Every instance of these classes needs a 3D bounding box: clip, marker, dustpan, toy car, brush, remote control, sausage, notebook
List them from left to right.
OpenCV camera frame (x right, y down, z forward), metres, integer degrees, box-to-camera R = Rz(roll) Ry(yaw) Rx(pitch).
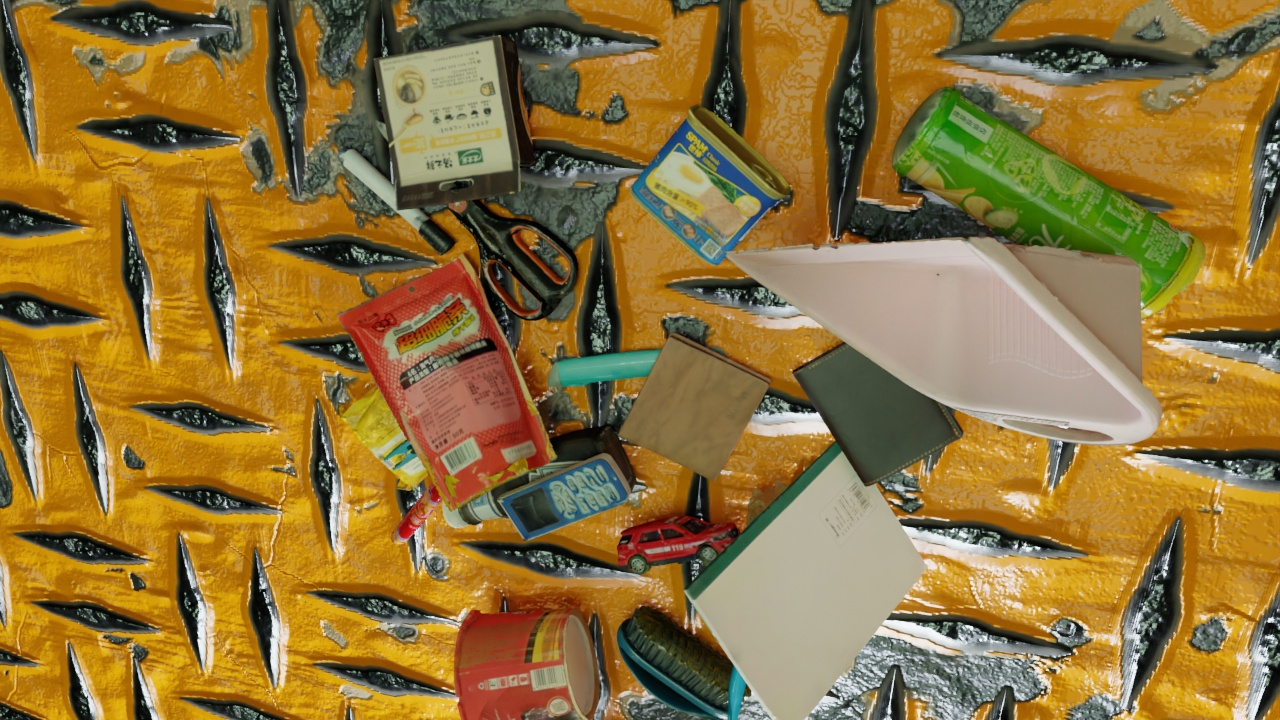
[{"bbox_3d":[-0.222,-0.144,0.831,0.130,0.018,0.023,42,124,-3],"label":"marker"},{"bbox_3d":[-0.223,0.086,0.874,0.057,0.014,0.046,-35,105,26],"label":"clip"},{"bbox_3d":[-0.219,0.149,0.923,0.020,0.020,0.156,41,128,-2],"label":"sausage"},{"bbox_3d":[-0.069,0.124,0.836,0.125,0.024,0.049,-24,103,23],"label":"remote control"},{"bbox_3d":[0.034,0.169,0.856,0.121,0.052,0.045,-12,90,23],"label":"toy car"},{"bbox_3d":[0.036,0.306,0.905,0.144,0.055,0.074,34,114,1],"label":"brush"},{"bbox_3d":[0.103,0.232,0.829,0.046,0.083,0.255,8,104,-6],"label":"brush"},{"bbox_3d":[0.146,0.182,0.765,0.150,0.208,0.012,56,151,-8],"label":"notebook"},{"bbox_3d":[0.222,-0.005,0.631,0.273,0.223,0.139,0,94,-28],"label":"dustpan"}]

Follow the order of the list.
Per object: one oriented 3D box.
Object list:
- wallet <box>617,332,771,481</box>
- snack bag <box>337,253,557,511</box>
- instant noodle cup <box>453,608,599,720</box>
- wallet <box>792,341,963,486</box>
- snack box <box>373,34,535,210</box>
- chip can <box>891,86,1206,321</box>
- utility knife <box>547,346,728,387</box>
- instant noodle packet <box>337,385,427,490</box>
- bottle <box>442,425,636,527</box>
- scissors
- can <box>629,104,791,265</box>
[{"bbox_3d":[0.047,0.043,0.819,0.101,0.020,0.115,25,115,-2],"label":"wallet"},{"bbox_3d":[-0.168,0.021,0.824,0.128,0.073,0.208,-28,86,-9],"label":"snack bag"},{"bbox_3d":[-0.107,0.311,0.910,0.109,0.137,0.138,-12,106,11],"label":"instant noodle cup"},{"bbox_3d":[0.201,0.036,0.776,0.096,0.020,0.122,-31,98,15],"label":"wallet"},{"bbox_3d":[-0.153,-0.195,0.763,0.113,0.053,0.126,-5,101,14],"label":"snack box"},{"bbox_3d":[0.290,-0.116,0.668,0.221,0.072,0.073,33,115,2],"label":"chip can"},{"bbox_3d":[-0.005,0.005,0.829,0.171,0.013,0.029,-6,111,14],"label":"utility knife"},{"bbox_3d":[-0.221,0.059,0.893,0.129,0.044,0.111,-33,100,26],"label":"instant noodle packet"},{"bbox_3d":[-0.103,0.122,0.883,0.195,0.044,0.080,-19,103,22],"label":"bottle"},{"bbox_3d":[-0.162,-0.121,0.820,0.235,0.021,0.125,27,115,4],"label":"scissors"},{"bbox_3d":[0.054,-0.139,0.735,0.102,0.057,0.083,42,117,-2],"label":"can"}]
